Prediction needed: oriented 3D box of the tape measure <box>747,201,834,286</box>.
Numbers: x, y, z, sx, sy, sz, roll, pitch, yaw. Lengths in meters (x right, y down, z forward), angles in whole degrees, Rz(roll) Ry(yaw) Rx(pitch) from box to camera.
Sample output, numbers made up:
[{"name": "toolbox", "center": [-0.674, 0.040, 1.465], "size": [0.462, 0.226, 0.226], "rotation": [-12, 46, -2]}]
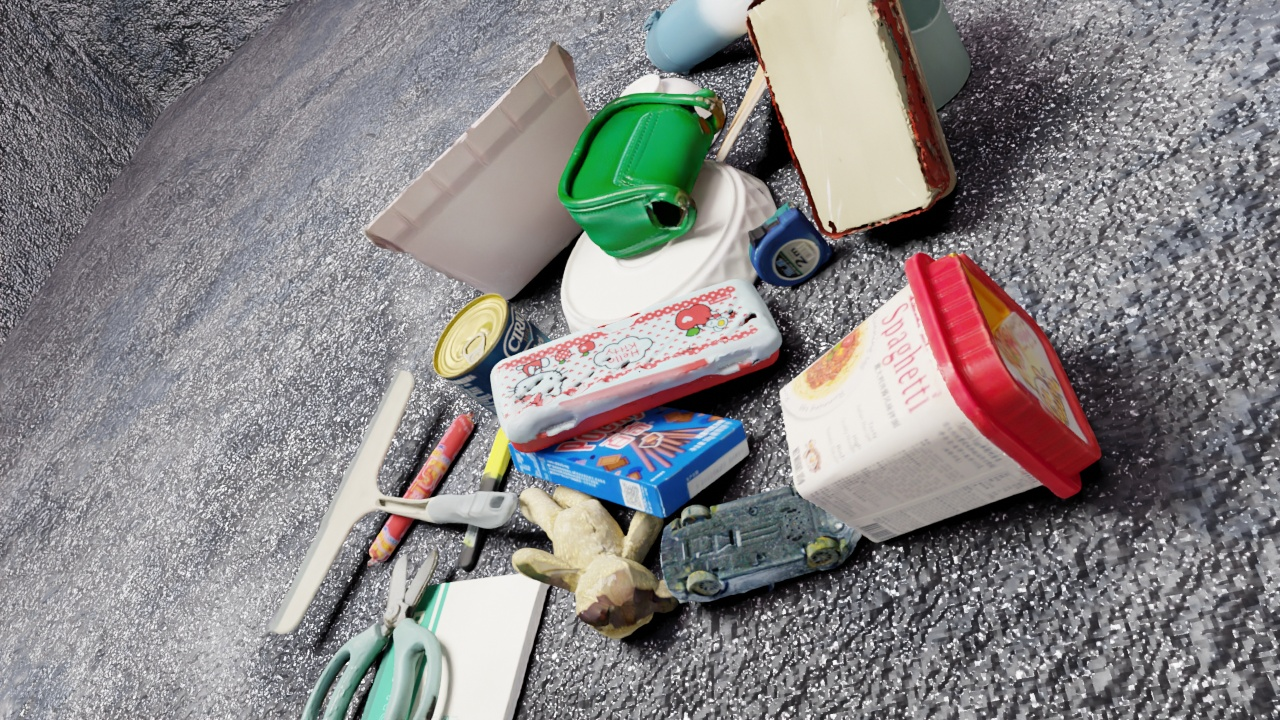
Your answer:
[{"name": "tape measure", "center": [0.104, -0.081, 0.656], "size": [0.055, 0.058, 0.025], "rotation": [-37, 38, 18]}]

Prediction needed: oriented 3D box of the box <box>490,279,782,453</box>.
[{"name": "box", "center": [-0.004, 0.001, 0.637], "size": [0.201, 0.048, 0.087], "rotation": [-19, 38, -2]}]

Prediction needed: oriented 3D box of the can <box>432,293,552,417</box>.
[{"name": "can", "center": [-0.096, 0.010, 0.717], "size": [0.075, 0.111, 0.075], "rotation": [-26, 42, 26]}]

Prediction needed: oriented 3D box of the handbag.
[{"name": "handbag", "center": [0.004, -0.155, 0.736], "size": [0.120, 0.068, 0.131], "rotation": [-8, 51, 38]}]

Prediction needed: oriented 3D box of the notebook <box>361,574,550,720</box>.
[{"name": "notebook", "center": [-0.142, 0.247, 0.621], "size": [0.151, 0.012, 0.208], "rotation": [-16, 46, 35]}]

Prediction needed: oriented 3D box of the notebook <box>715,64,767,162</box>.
[{"name": "notebook", "center": [0.120, -0.270, 0.761], "size": [0.148, 0.008, 0.207], "rotation": [-57, 6, 46]}]

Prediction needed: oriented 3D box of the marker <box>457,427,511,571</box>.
[{"name": "marker", "center": [-0.121, 0.108, 0.730], "size": [0.018, 0.015, 0.123], "rotation": [-13, 51, 37]}]

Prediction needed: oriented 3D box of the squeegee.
[{"name": "squeegee", "center": [-0.164, 0.113, 0.715], "size": [0.247, 0.039, 0.246], "rotation": [-6, 55, 45]}]

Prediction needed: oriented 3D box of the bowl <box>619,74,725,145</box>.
[{"name": "bowl", "center": [0.015, -0.233, 0.877], "size": [0.118, 0.065, 0.118], "rotation": [-25, 41, 24]}]

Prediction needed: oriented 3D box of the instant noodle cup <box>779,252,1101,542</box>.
[{"name": "instant noodle cup", "center": [0.146, 0.027, 0.478], "size": [0.124, 0.116, 0.116], "rotation": [-37, 36, 30]}]

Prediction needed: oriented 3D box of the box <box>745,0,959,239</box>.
[{"name": "box", "center": [0.139, -0.172, 0.604], "size": [0.092, 0.168, 0.079], "rotation": [-15, 11, 34]}]

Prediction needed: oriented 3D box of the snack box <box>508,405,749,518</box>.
[{"name": "snack box", "center": [-0.012, 0.060, 0.628], "size": [0.084, 0.026, 0.157], "rotation": [-31, 26, -36]}]

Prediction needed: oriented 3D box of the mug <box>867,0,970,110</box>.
[{"name": "mug", "center": [0.176, -0.239, 0.694], "size": [0.112, 0.106, 0.082], "rotation": [-25, 42, 26]}]

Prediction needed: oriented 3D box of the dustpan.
[{"name": "dustpan", "center": [-0.141, -0.175, 0.861], "size": [0.222, 0.273, 0.139], "rotation": [-42, 62, 0]}]

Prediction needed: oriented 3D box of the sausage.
[{"name": "sausage", "center": [-0.186, 0.108, 0.786], "size": [0.020, 0.020, 0.155], "rotation": [11, 63, 48]}]

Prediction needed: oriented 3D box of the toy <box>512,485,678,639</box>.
[{"name": "toy", "center": [-0.036, 0.123, 0.602], "size": [0.105, 0.066, 0.157], "rotation": [-9, 25, -22]}]

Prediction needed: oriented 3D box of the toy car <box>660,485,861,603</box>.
[{"name": "toy car", "center": [0.069, 0.106, 0.533], "size": [0.121, 0.037, 0.054], "rotation": [-20, 42, 15]}]

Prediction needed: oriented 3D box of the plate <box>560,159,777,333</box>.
[{"name": "plate", "center": [0.015, -0.087, 0.757], "size": [0.205, 0.045, 0.204], "rotation": [-26, 40, 24]}]

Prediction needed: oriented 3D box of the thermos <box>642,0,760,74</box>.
[{"name": "thermos", "center": [0.067, -0.327, 0.864], "size": [0.070, 0.070, 0.221], "rotation": [-55, 19, -13]}]

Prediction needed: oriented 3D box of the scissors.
[{"name": "scissors", "center": [-0.177, 0.218, 0.657], "size": [0.178, 0.019, 0.173], "rotation": [9, 63, 51]}]
